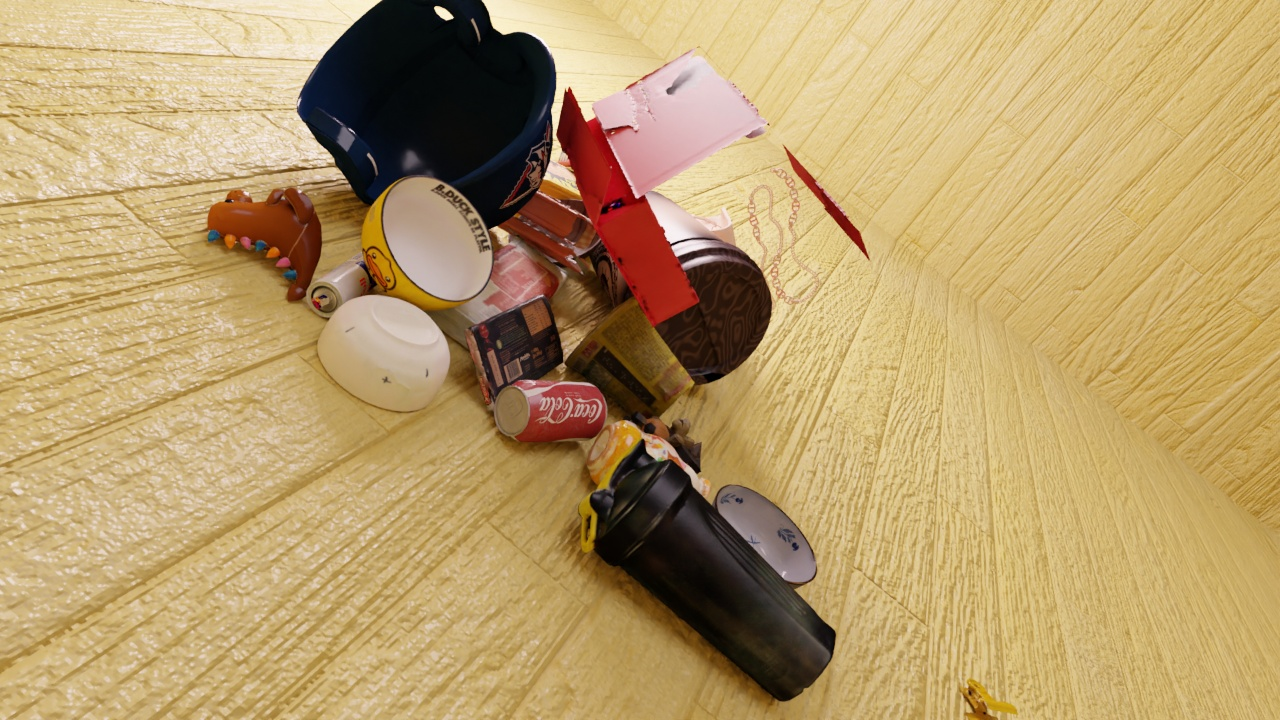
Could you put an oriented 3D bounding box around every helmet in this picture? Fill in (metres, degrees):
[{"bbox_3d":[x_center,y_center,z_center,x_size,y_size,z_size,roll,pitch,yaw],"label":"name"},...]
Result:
[{"bbox_3d":[-0.187,-0.235,0.939,0.273,0.232,0.223,16,-22,45],"label":"helmet"}]

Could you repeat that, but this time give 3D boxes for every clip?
[{"bbox_3d":[0.330,0.333,0.885,0.054,0.045,0.049,19,-15,-32],"label":"clip"}]

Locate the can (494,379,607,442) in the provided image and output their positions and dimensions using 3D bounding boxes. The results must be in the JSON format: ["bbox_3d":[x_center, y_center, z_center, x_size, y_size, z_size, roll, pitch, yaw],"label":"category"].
[{"bbox_3d":[-0.078,0.045,0.806,0.096,0.054,0.054,5,40,-50],"label":"can"}]

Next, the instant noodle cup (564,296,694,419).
[{"bbox_3d":[-0.005,0.006,0.930,0.108,0.102,0.102,46,25,2],"label":"instant noodle cup"}]

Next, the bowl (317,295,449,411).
[{"bbox_3d":[-0.202,-0.013,0.744,0.105,0.054,0.104,31,25,-16],"label":"bowl"}]

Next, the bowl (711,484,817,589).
[{"bbox_3d":[0.101,0.170,0.831,0.114,0.045,0.114,30,25,-16],"label":"bowl"}]

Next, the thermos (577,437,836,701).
[{"bbox_3d":[0.050,0.167,0.723,0.221,0.098,0.098,43,24,0],"label":"thermos"}]

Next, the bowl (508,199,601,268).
[{"bbox_3d":[-0.096,-0.144,1.099,0.119,0.032,0.119,-5,46,6],"label":"bowl"}]

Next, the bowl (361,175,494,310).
[{"bbox_3d":[-0.195,-0.095,0.805,0.117,0.068,0.117,24,55,-41],"label":"bowl"}]

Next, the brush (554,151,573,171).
[{"bbox_3d":[-0.108,-0.273,1.259,0.173,0.030,0.041,12,-9,40],"label":"brush"}]

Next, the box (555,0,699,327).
[{"bbox_3d":[-0.019,-0.248,0.830,0.107,0.411,0.211,-9,37,-9],"label":"box"}]

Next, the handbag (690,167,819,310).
[{"bbox_3d":[0.157,-0.138,1.220,0.187,0.199,0.116,-12,23,-3],"label":"handbag"}]

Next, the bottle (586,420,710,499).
[{"bbox_3d":[0.008,0.099,0.813,0.109,0.063,0.063,31,25,-16],"label":"bottle"}]

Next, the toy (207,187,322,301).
[{"bbox_3d":[-0.314,-0.096,0.767,0.090,0.071,0.102,7,59,-27],"label":"toy"}]

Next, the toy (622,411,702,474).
[{"bbox_3d":[0.019,0.075,0.867,0.100,0.062,0.076,40,-2,-40],"label":"toy"}]

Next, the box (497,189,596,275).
[{"bbox_3d":[-0.119,-0.162,1.044,0.054,0.079,0.187,-31,49,-33],"label":"box"}]

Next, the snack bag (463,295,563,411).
[{"bbox_3d":[-0.114,-0.012,0.856,0.154,0.018,0.074,-40,117,-66],"label":"snack bag"}]

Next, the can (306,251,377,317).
[{"bbox_3d":[-0.253,-0.068,0.798,0.032,0.032,0.095,34,24,-6],"label":"can"}]

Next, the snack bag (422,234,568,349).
[{"bbox_3d":[-0.144,-0.072,0.947,0.077,0.041,0.224,37,22,-1],"label":"snack bag"}]

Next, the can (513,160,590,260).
[{"bbox_3d":[-0.105,-0.204,1.195,0.135,0.075,0.104,21,26,-31],"label":"can"}]

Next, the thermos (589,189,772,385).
[{"bbox_3d":[0.032,-0.099,1.091,0.172,0.173,0.226,19,23,-35],"label":"thermos"}]
